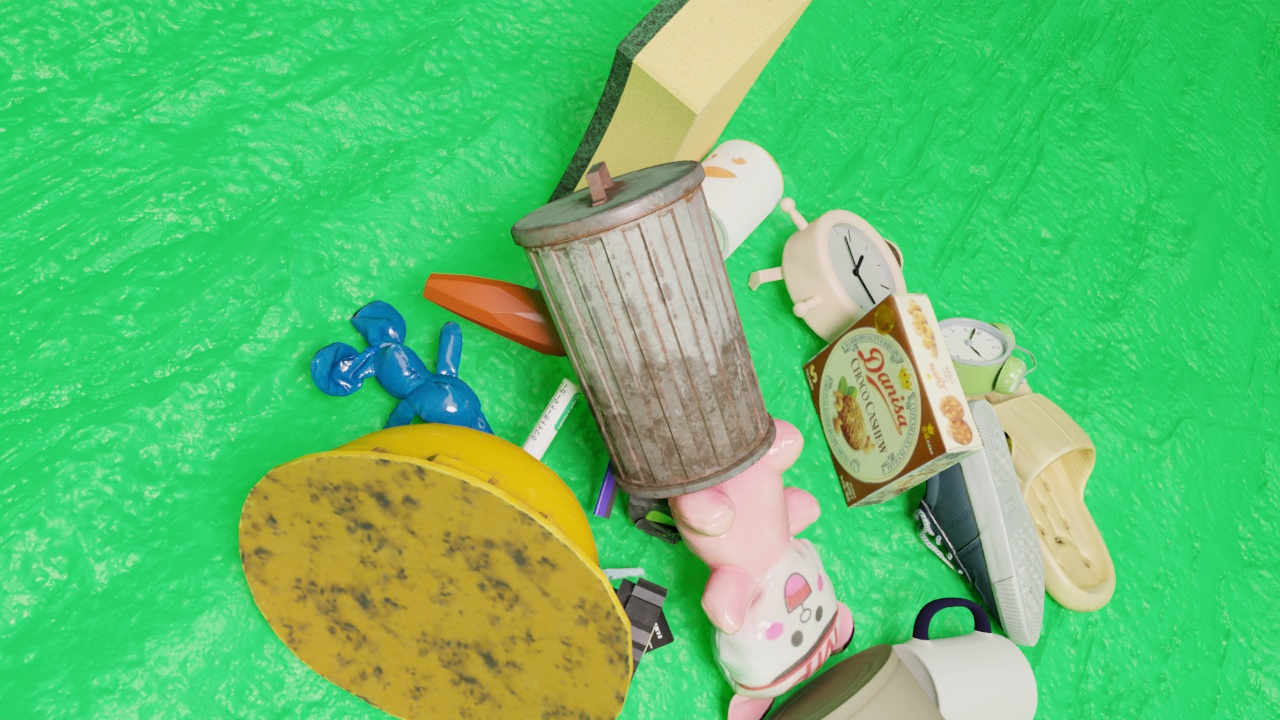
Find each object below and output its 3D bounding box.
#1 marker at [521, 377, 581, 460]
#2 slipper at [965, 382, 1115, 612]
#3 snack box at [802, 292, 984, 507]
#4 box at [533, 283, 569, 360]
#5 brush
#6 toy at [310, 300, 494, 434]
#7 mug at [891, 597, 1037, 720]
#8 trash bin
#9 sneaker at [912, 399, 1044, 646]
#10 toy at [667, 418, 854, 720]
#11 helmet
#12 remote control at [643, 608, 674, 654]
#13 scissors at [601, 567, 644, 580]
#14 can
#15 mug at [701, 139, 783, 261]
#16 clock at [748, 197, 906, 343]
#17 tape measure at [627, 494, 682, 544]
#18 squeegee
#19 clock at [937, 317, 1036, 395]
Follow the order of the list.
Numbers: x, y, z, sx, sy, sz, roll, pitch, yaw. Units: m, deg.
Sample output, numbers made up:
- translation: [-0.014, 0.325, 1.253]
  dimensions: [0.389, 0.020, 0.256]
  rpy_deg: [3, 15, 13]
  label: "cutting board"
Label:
- translation: [-0.086, 0.078, 0.668]
  dimensions: [0.017, 0.017, 0.145]
  rpy_deg: [32, 93, -6]
  label: "marker"
- translation: [0.390, 0.109, 0.884]
  dimensions: [0.111, 0.079, 0.261]
  rpy_deg: [-8, 67, -24]
  label: "slipper"
- translation: [0.213, 0.037, 0.798]
  dimensions: [0.041, 0.147, 0.143]
  rpy_deg: [-2, 65, -25]
  label: "snack box"
- translation: [-0.004, 0.004, 0.761]
  dimensions: [0.072, 0.079, 0.210]
  rpy_deg: [-34, 80, -31]
  label: "box"
- translation: [0.028, -0.219, 0.790]
  dimensions: [0.075, 0.251, 0.194]
  rpy_deg: [40, 58, 0]
  label: "brush"
- translation: [-0.169, 0.026, 0.682]
  dimensions: [0.176, 0.071, 0.112]
  rpy_deg: [46, 44, 4]
  label: "toy"
- translation: [0.251, 0.247, 0.735]
  dimensions: [0.096, 0.079, 0.112]
  rpy_deg: [2, 85, -24]
  label: "mug"
- translation: [0.005, -0.029, 0.620]
  dimensions: [0.130, 0.131, 0.211]
  rpy_deg: [-33, 113, -34]
  label: "trash bin"
- translation: [0.293, 0.145, 0.817]
  dimensions: [0.089, 0.088, 0.235]
  rpy_deg: [-22, 96, -52]
  label: "sneaker"
- translation: [0.089, 0.159, 0.680]
  dimensions: [0.141, 0.084, 0.213]
  rpy_deg: [-37, 113, -38]
  label: "toy"
- translation: [-0.110, 0.123, 0.592]
  dimensions: [0.255, 0.206, 0.131]
  rpy_deg: [22, 30, 6]
  label: "helmet"
- translation: [-0.040, 0.213, 0.668]
  dimensions: [0.146, 0.015, 0.033]
  rpy_deg: [-13, 69, -29]
  label: "remote control"
- translation: [-0.064, 0.149, 0.690]
  dimensions: [0.138, 0.015, 0.119]
  rpy_deg: [0, 59, -21]
  label: "scissors"
- translation: [0.151, 0.270, 0.655]
  dimensions: [0.127, 0.128, 0.073]
  rpy_deg: [-28, 77, -33]
  label: "can"
- translation: [0.077, -0.150, 0.878]
  dimensions: [0.082, 0.082, 0.105]
  rpy_deg: [41, 55, 1]
  label: "mug"
- translation: [0.196, -0.075, 0.904]
  dimensions: [0.160, 0.086, 0.131]
  rpy_deg: [13, 59, -28]
  label: "clock"
- translation: [0.018, 0.119, 0.716]
  dimensions: [0.059, 0.066, 0.035]
  rpy_deg: [10, 56, 8]
  label: "tape measure"
- translation: [-0.072, -0.028, 0.693]
  dimensions: [0.184, 0.055, 0.249]
  rpy_deg: [18, 78, -8]
  label: "squeegee"
- translation: [0.331, -0.005, 0.915]
  dimensions: [0.119, 0.043, 0.094]
  rpy_deg: [4, 39, 6]
  label: "clock"
